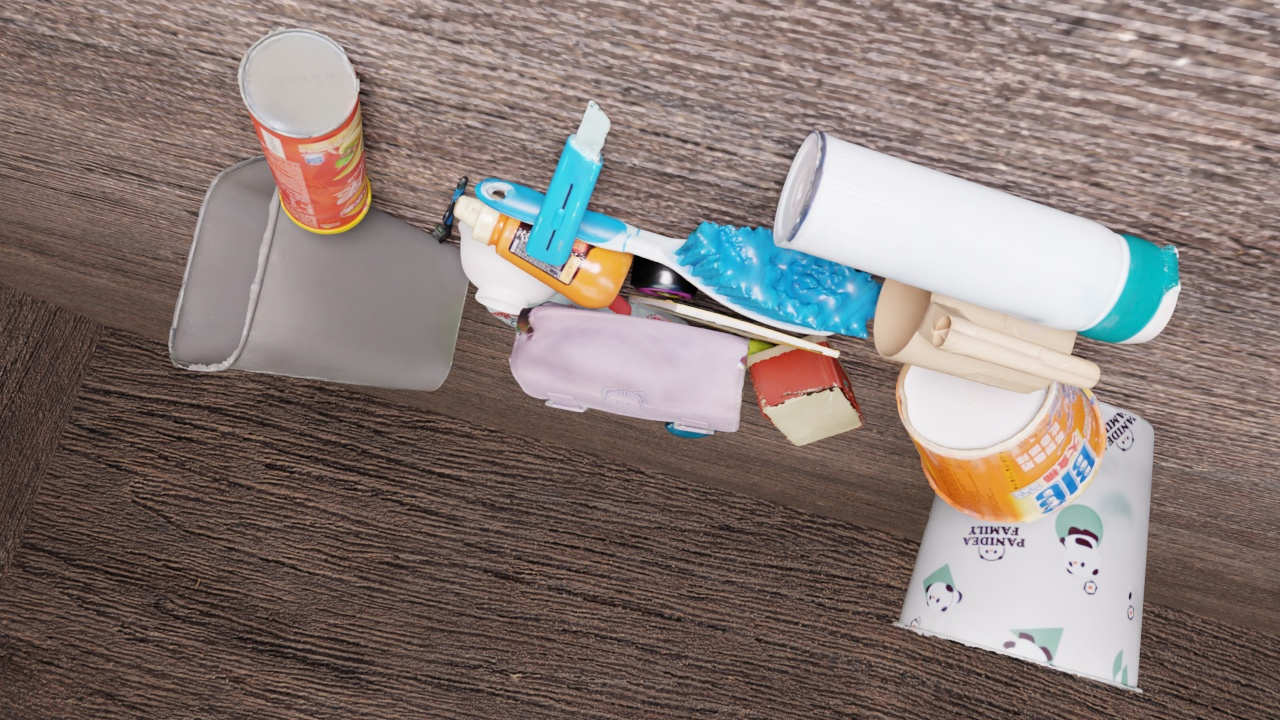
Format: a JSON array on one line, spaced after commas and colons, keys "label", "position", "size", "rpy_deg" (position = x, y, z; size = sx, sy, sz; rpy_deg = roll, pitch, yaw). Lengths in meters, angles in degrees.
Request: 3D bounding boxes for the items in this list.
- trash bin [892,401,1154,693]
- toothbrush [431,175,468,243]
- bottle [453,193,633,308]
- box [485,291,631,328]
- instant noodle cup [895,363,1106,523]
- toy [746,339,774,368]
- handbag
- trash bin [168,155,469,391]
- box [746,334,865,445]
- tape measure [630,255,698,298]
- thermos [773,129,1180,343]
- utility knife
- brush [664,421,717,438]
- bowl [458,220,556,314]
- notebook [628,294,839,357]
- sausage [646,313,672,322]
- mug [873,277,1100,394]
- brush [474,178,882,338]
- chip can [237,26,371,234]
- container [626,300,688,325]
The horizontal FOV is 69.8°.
[{"label": "trash bin", "position": [0.394, 0.174, 0.923], "size": [0.229, 0.251, 0.230], "rpy_deg": [14, 169, 3]}, {"label": "toothbrush", "position": [-0.169, -0.132, 0.809], "size": [0.016, 0.014, 0.190], "rpy_deg": [43, 163, -8]}, {"label": "bottle", "position": [-0.083, -0.097, 0.755], "size": [0.149, 0.066, 0.067], "rpy_deg": [24, 168, -7]}, {"label": "box", "position": [-0.089, -0.050, 0.967], "size": [0.087, 0.047, 0.202], "rpy_deg": [40, 157, -28]}, {"label": "instant noodle cup", "position": [0.282, 0.042, 0.736], "size": [0.152, 0.151, 0.111], "rpy_deg": [6, 157, 40]}, {"label": "toy", "position": [0.132, -0.001, 0.989], "size": [0.097, 0.031, 0.100], "rpy_deg": [17, 173, 5]}, {"label": "handbag", "position": [-0.005, 0.005, 0.807], "size": [0.197, 0.098, 0.145], "rpy_deg": [11, 177, 6]}, {"label": "trash bin", "position": [-0.307, -0.064, 0.898], "size": [0.219, 0.198, 0.199], "rpy_deg": [18, 170, -42]}, {"label": "box", "position": [0.174, 0.042, 0.949], "size": [0.091, 0.077, 0.168], "rpy_deg": [-19, 157, 16]}, {"label": "tape measure", "position": [0.022, -0.074, 0.764], "size": [0.057, 0.039, 0.058], "rpy_deg": [11, 178, -28]}, {"label": "thermos", "position": [0.191, -0.063, 0.521], "size": [0.224, 0.073, 0.073], "rpy_deg": [16, 169, -6]}, {"label": "utility knife", "position": [-0.049, -0.116, 0.627], "size": [0.034, 0.018, 0.186], "rpy_deg": [31, 152, -2]}, {"label": "brush", "position": [0.071, 0.042, 1.011], "size": [0.055, 0.143, 0.073], "rpy_deg": [-33, 96, 38]}, {"label": "bowl", "position": [-0.122, -0.081, 0.858], "size": [0.118, 0.064, 0.118], "rpy_deg": [15, 168, 3]}, {"label": "notebook", "position": [0.075, -0.034, 0.834], "size": [0.146, 0.010, 0.206], "rpy_deg": [16, -178, -13]}, {"label": "sausage", "position": [0.057, -0.015, 0.960], "size": [0.020, 0.020, 0.155], "rpy_deg": [4, 160, 46]}, {"label": "mug", "position": [0.223, -0.022, 0.593], "size": [0.103, 0.084, 0.124], "rpy_deg": [15, -162, -8]}, {"label": "brush", "position": [0.028, -0.083, 0.695], "size": [0.314, 0.060, 0.109], "rpy_deg": [21, 171, -12]}, {"label": "chip can", "position": [-0.231, -0.151, 0.648], "size": [0.073, 0.073, 0.217], "rpy_deg": [18, 169, -11]}, {"label": "container", "position": [-0.013, -0.013, 0.993], "size": [0.090, 0.089, 0.112], "rpy_deg": [22, 163, -29]}]
